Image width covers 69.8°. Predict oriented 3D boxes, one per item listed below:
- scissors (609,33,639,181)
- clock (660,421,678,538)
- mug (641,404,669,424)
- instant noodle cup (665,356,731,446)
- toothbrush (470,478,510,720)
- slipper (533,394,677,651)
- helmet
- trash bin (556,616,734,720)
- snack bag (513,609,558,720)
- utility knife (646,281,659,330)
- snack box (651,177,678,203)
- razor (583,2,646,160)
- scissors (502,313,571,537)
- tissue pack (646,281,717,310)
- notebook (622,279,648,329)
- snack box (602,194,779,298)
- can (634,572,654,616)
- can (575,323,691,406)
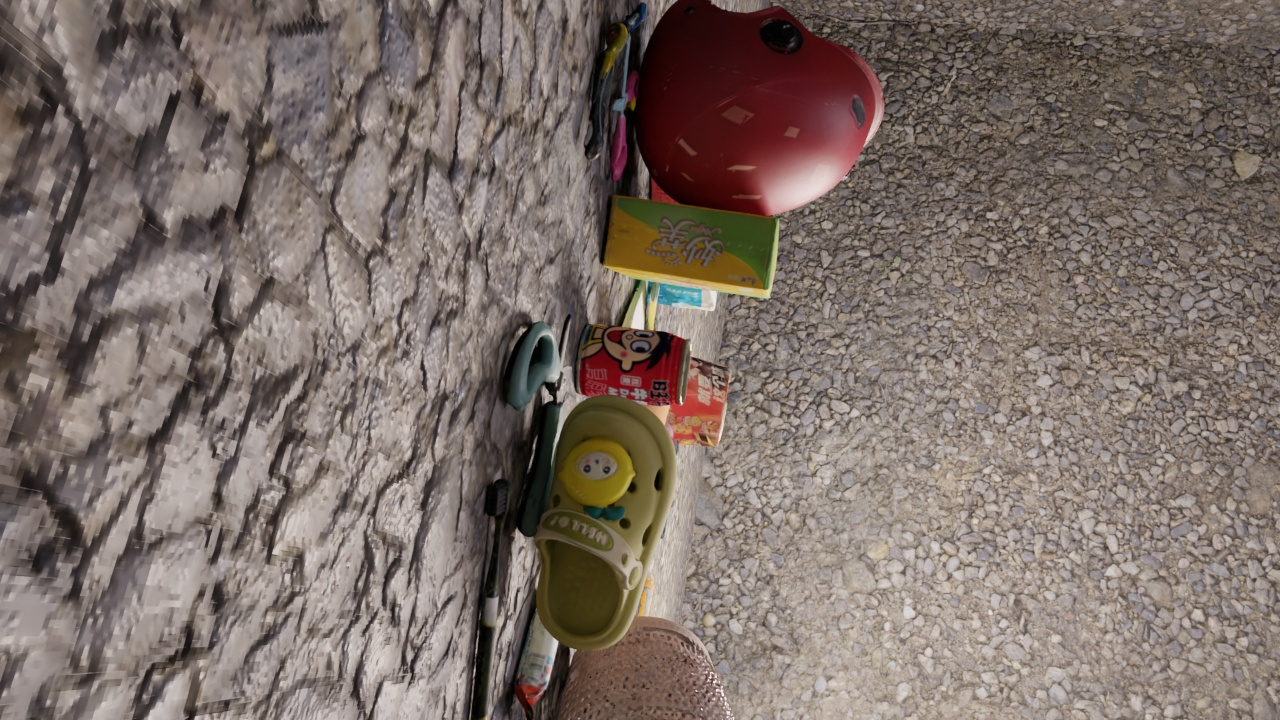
[{"bbox_3d":[-0.016,-0.216,0.799,0.133,0.017,0.135,-71,171,-71],"label":"scissors"},{"bbox_3d":[0.009,0.129,1.071,0.117,0.060,0.159,-67,165,-67],"label":"clock"},{"bbox_3d":[-0.003,0.043,0.954,0.078,0.078,0.123,-67,167,-62],"label":"mug"},{"bbox_3d":[0.060,0.052,1.221,0.138,0.108,0.138,12,87,-86],"label":"instant noodle cup"},{"bbox_3d":[-0.100,0.168,0.594,0.017,0.012,0.186,-21,118,-74],"label":"toothbrush"},{"bbox_3d":[-0.030,0.121,0.649,0.081,0.092,0.190,-26,128,-79],"label":"slipper"},{"bbox_3d":[0.101,-0.215,0.877,0.207,0.240,0.143,89,18,-58],"label":"helmet"},{"bbox_3d":[0.004,0.365,0.885,0.191,0.227,0.228,-94,-173,-64],"label":"trash bin"},{"bbox_3d":[-0.081,0.233,0.736,0.048,0.026,0.104,107,-2,-54],"label":"snack bag"},{"bbox_3d":[0.012,-0.045,1.147,0.213,0.022,0.030,108,-6,-68],"label":"utility knife"},{"bbox_3d":[0.043,-0.231,1.109,0.113,0.044,0.127,-75,168,-46],"label":"snack box"},{"bbox_3d":[-0.027,-0.218,0.717,0.043,0.022,0.142,-21,-129,55],"label":"razor"},{"bbox_3d":[-0.072,0.048,0.658,0.170,0.019,0.179,-30,126,-81],"label":"scissors"},{"bbox_3d":[0.058,-0.127,1.150,0.063,0.090,0.139,86,15,-56],"label":"tissue pack"},{"bbox_3d":[-0.011,0.022,1.081,0.150,0.012,0.209,-72,167,-60],"label":"notebook"},{"bbox_3d":[0.059,-0.110,0.928,0.210,0.158,0.070,-10,109,-82],"label":"snack box"},{"bbox_3d":[-0.023,0.325,1.113,0.058,0.058,0.145,89,12,-46],"label":"can"},{"bbox_3d":[-0.005,0.005,0.814,0.066,0.094,0.066,9,89,-82],"label":"can"}]
